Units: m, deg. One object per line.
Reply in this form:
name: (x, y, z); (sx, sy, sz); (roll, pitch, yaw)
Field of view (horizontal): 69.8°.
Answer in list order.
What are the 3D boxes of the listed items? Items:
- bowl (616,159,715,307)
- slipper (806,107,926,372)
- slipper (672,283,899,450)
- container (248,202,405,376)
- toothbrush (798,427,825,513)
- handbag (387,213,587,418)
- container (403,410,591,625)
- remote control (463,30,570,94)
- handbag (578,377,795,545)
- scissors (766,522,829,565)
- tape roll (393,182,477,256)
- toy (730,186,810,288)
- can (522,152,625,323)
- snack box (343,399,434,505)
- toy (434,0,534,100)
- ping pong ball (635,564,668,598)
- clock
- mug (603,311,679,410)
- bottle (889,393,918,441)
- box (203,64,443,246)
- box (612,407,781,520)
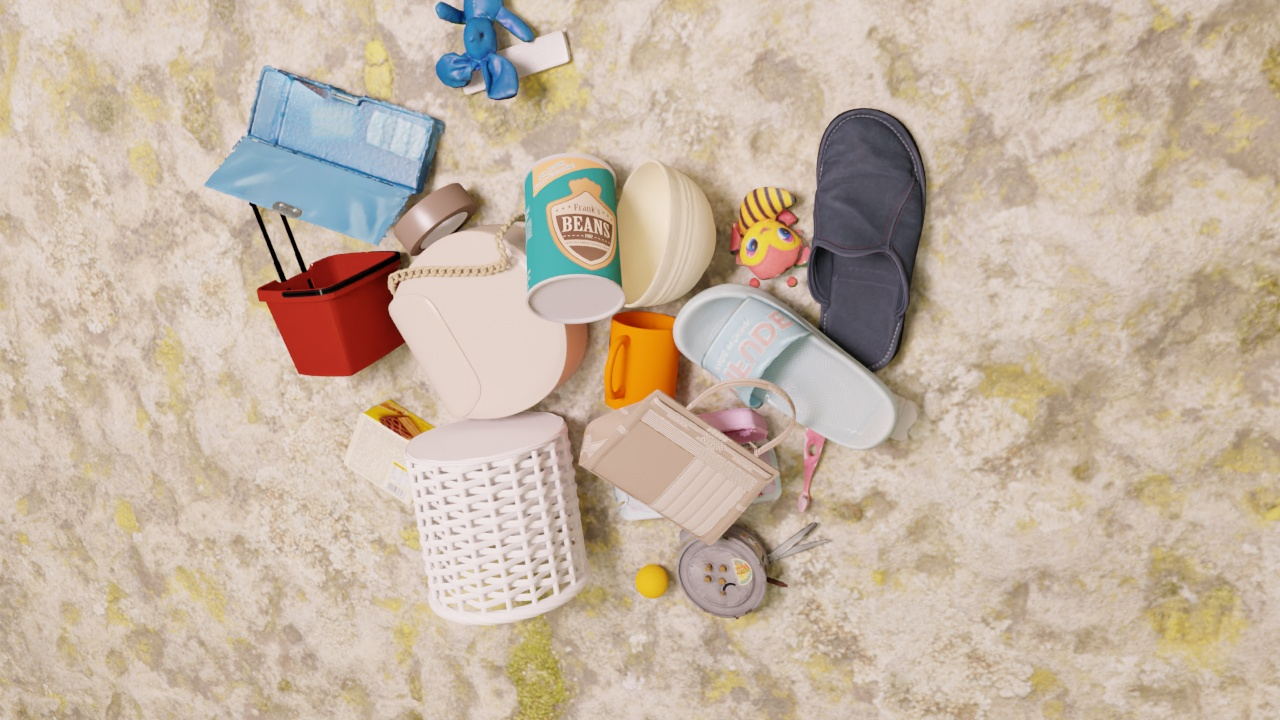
bowl: (0.029, -0.124, 0.941); (0.075, 0.150, 0.151); (7, 112, -25)
slipper: (0.218, -0.110, 0.897); (0.109, 0.083, 0.266); (5, 105, 19)
slipper: (0.143, 0.008, 0.916); (0.245, 0.074, 0.104); (33, 112, 13)
container: (-0.361, -0.095, 1.062); (0.127, 0.147, 0.201); (1, 114, 26)
toothbrush: (0.188, 0.105, 1.004); (0.022, 0.016, 0.135); (11, 109, 15)
handbag: (-0.172, -0.042, 1.038); (0.209, 0.103, 0.210); (-28, 94, 26)
container: (-0.162, 0.173, 1.048); (0.189, 0.189, 0.187); (-3, 103, 19)
remote control: (-0.137, -0.322, 0.995); (0.131, 0.012, 0.033); (-11, 99, 21)
handbag: (0.069, 0.083, 0.920); (0.175, 0.062, 0.198); (35, 127, -22)
scissors: (0.134, 0.223, 1.057); (0.131, 0.014, 0.153); (28, 115, 9)
tape roll: (-0.229, -0.158, 1.029); (0.094, 0.093, 0.030); (-38, 91, 24)
toy: (0.131, -0.126, 0.943); (0.084, 0.046, 0.103); (1, 102, 25)
can: (-0.070, -0.124, 0.945); (0.099, 0.099, 0.143); (-15, 64, 22)
snack box: (-0.303, 0.114, 1.148); (0.106, 0.061, 0.084); (30, 113, 8)
toy: (-0.177, -0.357, 0.965); (0.113, 0.070, 0.176); (-2, 99, 24)
ping pong ball: (0.014, 0.264, 1.095); (0.040, 0.040, 0.040); (5, 106, 17)
clock: (0.086, 0.226, 1.039); (0.104, 0.056, 0.148); (-41, 88, 27)
mug: (-0.006, 0.006, 0.989); (0.078, 0.112, 0.096); (15, 110, 27)
bottle: (0.219, 0.039, 0.959); (0.136, 0.044, 0.044); (24, 111, 11)
box: (-0.359, -0.233, 1.053); (0.232, 0.060, 0.175); (21, 80, 11)
box: (0.048, 0.122, 1.025); (0.202, 0.111, 0.101); (-11, 76, 21)
